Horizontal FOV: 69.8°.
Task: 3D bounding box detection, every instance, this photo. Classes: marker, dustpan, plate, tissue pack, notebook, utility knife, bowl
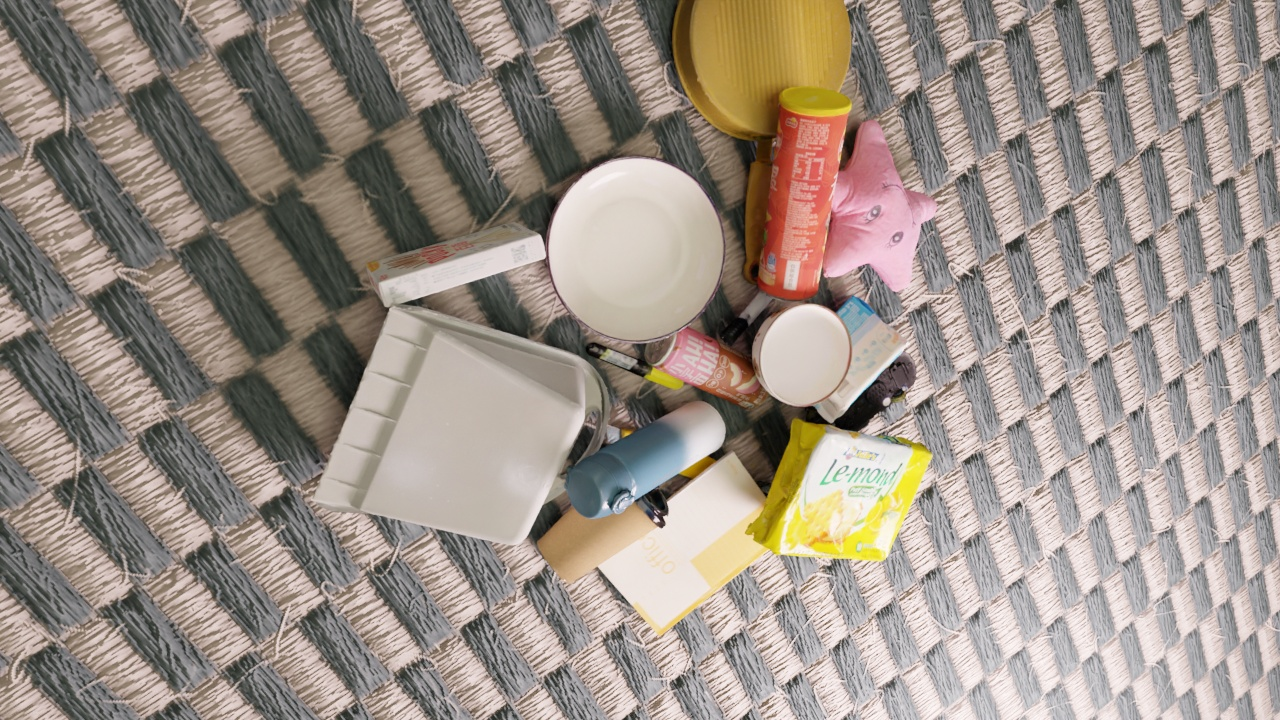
[{"bbox_3d":[0.134,-0.066,1.043,0.130,0.023,0.018,-49,144,-23],"label":"marker"},{"bbox_3d":[-0.157,0.070,0.934,0.257,0.142,0.223,23,106,-12],"label":"dustpan"},{"bbox_3d":[-0.006,0.006,1.021,0.124,0.015,0.018,22,94,-25],"label":"marker"},{"bbox_3d":[-0.007,-0.115,0.958,0.192,0.039,0.192,-2,99,-15],"label":"plate"},{"bbox_3d":[0.240,-0.003,1.086,0.140,0.063,0.090,-44,76,-7],"label":"tissue pack"},{"bbox_3d":[0.064,0.219,1.088,0.206,0.010,0.146,-37,114,-2],"label":"notebook"},{"bbox_3d":[0.029,0.109,1.066,0.173,0.015,0.033,24,89,-27],"label":"utility knife"},{"bbox_3d":[0.170,-0.009,1.019,0.113,0.062,0.113,-3,98,-19],"label":"bowl"}]

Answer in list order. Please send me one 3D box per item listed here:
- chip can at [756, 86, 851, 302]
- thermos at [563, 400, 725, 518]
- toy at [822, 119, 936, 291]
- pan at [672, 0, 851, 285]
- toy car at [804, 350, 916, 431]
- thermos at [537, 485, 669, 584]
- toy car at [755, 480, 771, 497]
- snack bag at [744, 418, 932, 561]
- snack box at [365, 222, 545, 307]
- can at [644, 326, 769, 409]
[{"bbox_3d":[0.169,-0.170,0.962,0.073,0.073,0.217,-11,124,-21],"label":"chip can"},{"bbox_3d":[0.009,0.104,0.969,0.219,0.070,0.070,-24,118,-51],"label":"thermos"},{"bbox_3d":[0.265,-0.156,1.057,0.194,0.075,0.178,46,76,-27],"label":"toy"},{"bbox_3d":[0.130,-0.256,0.987,0.197,0.078,0.357,-9,102,-20],"label":"pan"},{"bbox_3d":[0.275,0.044,1.140,0.158,0.042,0.070,-34,120,-5],"label":"toy car"},{"bbox_3d":[-0.041,0.180,1.020,0.143,0.093,0.093,-40,117,1],"label":"thermos"},{"bbox_3d":[0.119,0.184,1.119,0.120,0.037,0.054,-9,109,-18],"label":"toy car"},{"bbox_3d":[0.236,0.154,1.093,0.246,0.068,0.158,13,102,-40],"label":"snack bag"},{"bbox_3d":[-0.177,-0.094,0.874,0.156,0.085,0.027,-19,113,-18],"label":"snack box"},{"bbox_3d":[0.079,0.006,1.033,0.147,0.058,0.058,24,94,-28],"label":"can"}]
